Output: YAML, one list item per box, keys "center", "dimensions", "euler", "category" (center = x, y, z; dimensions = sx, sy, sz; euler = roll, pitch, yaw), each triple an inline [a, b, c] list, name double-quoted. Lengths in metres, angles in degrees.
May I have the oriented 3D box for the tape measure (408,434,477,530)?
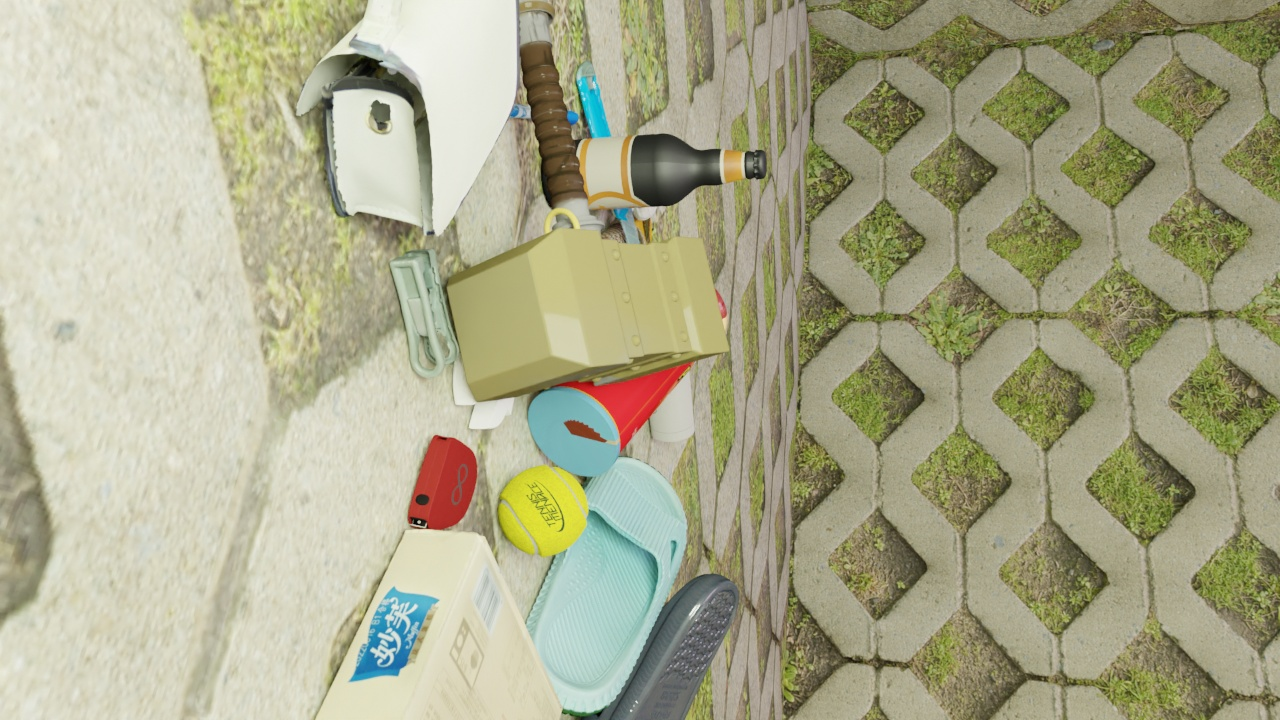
- center: [-0.124, 0.081, 0.576]
  dimensions: [0.051, 0.019, 0.059]
  euler: [61, 40, -64]
  category: "tape measure"

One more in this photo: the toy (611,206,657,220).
- center: [-0.003, -0.180, 0.931]
  dimensions: [0.125, 0.037, 0.076]
  euler: [-19, 97, -63]
  category: "toy"

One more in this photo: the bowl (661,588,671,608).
- center: [-0.012, 0.214, 0.895]
  dimensions: [0.112, 0.061, 0.112]
  euler: [1, 89, -74]
  category: "bowl"

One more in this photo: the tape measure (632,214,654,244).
- center: [-0.004, -0.140, 0.983]
  dimensions: [0.068, 0.030, 0.059]
  euler: [-66, 153, -57]
  category: "tape measure"

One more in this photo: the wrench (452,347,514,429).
- center: [-0.085, -0.034, 0.719]
  dimensions: [0.272, 0.018, 0.066]
  euler: [-66, 151, -58]
  category: "wrench"

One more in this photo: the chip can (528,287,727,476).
- center: [-0.005, 0.005, 0.792]
  dimensions: [0.212, 0.087, 0.087]
  euler: [-47, 137, -47]
  category: "chip can"

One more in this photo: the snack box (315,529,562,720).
- center: [-0.112, 0.225, 0.547]
  dimensions: [0.153, 0.055, 0.208]
  euler: [-73, 158, -46]
  category: "snack box"

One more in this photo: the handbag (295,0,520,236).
- center: [-0.116, -0.173, 0.467]
  dimensions: [0.176, 0.074, 0.150]
  euler: [101, 4, -50]
  category: "handbag"

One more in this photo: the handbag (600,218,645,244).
- center: [-0.016, -0.042, 0.911]
  dimensions: [0.124, 0.047, 0.186]
  euler: [-52, 138, -67]
  category: "handbag"

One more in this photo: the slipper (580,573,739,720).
- center: [-0.010, 0.297, 0.823]
  dimensions: [0.110, 0.083, 0.268]
  euler: [28, 92, -55]
  category: "slipper"

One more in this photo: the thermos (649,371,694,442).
- center: [0.027, -0.016, 1.051]
  dimensions: [0.052, 0.052, 0.224]
  euler: [-58, 145, -62]
  category: "thermos"

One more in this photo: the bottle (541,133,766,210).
- center: [0.012, -0.157, 0.758]
  dimensions: [0.059, 0.182, 0.059]
  euler: [1, 89, -74]
  category: "bottle"

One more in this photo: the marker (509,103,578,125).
- center: [-0.079, -0.200, 0.747]
  dimensions: [0.141, 0.013, 0.013]
  euler: [-39, 127, -70]
  category: "marker"

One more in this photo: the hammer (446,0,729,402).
- center: [-0.057, -0.147, 0.636]
  dimensions: [0.189, 0.101, 0.324]
  euler: [-7, 82, -53]
  category: "hammer"

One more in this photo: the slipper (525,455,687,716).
- center: [-0.021, 0.172, 0.779]
  dimensions: [0.070, 0.116, 0.275]
  euler: [-57, -177, 39]
  category: "slipper"

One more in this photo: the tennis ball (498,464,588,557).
- center: [-0.071, 0.110, 0.674]
  dimensions: [0.065, 0.065, 0.065]
  euler: [1, 89, -74]
  category: "tennis ball"

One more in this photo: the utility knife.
- center: [-0.025, -0.179, 0.862]
  dimensions: [0.031, 0.015, 0.207]
  euler: [-28, 107, -46]
  category: "utility knife"

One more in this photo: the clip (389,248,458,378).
- center: [-0.129, -0.028, 0.550]
  dimensions: [0.043, 0.023, 0.076]
  euler: [-55, 140, -62]
  category: "clip"
